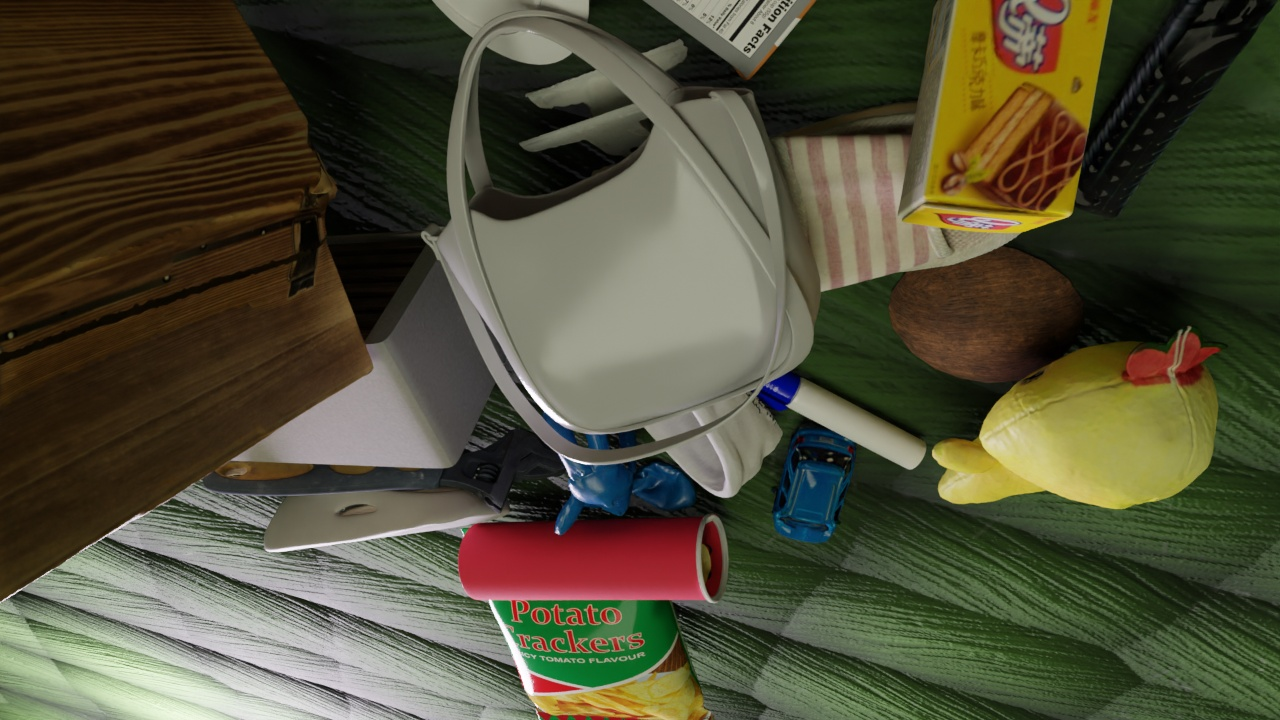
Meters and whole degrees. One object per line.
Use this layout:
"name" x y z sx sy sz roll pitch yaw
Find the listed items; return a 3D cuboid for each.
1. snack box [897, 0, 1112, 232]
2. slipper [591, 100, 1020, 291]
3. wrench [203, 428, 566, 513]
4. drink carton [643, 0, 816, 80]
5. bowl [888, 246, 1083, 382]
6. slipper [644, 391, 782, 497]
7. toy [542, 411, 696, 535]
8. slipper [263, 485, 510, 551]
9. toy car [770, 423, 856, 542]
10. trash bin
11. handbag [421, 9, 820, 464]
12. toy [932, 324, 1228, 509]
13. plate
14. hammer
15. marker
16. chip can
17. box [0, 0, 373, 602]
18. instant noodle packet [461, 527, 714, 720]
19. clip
"snack box" 0.157 -0.113 0.404 0.061 0.083 0.106 9 95 9
"slipper" 0.085 -0.083 0.515 0.263 0.052 0.115 -4 134 23
"wrench" -0.192 0.086 0.714 0.273 0.073 0.022 1 139 -14
"drink carton" 0.024 -0.197 0.421 0.125 0.048 0.076 32 135 -14
"bowl" 0.208 -0.019 0.556 0.114 0.026 0.102 27 136 -9
"slipper" -0.004 0.004 0.609 0.112 0.074 0.247 -16 129 46
"toy" -0.022 0.087 0.709 0.113 0.071 0.176 -15 148 5
"slipper" -0.231 0.117 0.813 0.267 0.080 0.112 -14 173 35
"toy car" 0.128 0.098 0.690 0.056 0.043 0.120 11 137 8
"trash bin" -0.233 -0.007 0.653 0.229 0.114 0.115 0 134 19
"handbag" -0.030 -0.065 0.476 0.216 0.095 0.223 -21 114 23
"toy" 0.259 0.047 0.554 0.133 0.092 0.208 -9 165 -18
"plate" -0.082 -0.198 0.441 0.134 0.011 0.135 32 156 16
"hammer" 0.263 -0.187 0.364 0.130 0.032 0.320 17 138 1
"marker" 0.136 0.039 0.640 0.133 0.027 0.023 27 163 -9
"chip can" -0.042 0.167 0.768 0.221 0.069 0.069 -6 132 23
"box" -0.314 -0.082 0.414 0.287 0.278 0.335 -9 106 21
"instant noodle packet" -0.047 0.260 0.874 0.196 0.090 0.253 -6 116 22
"clip" -0.015 -0.139 0.512 0.102 0.052 0.058 -10 102 28
